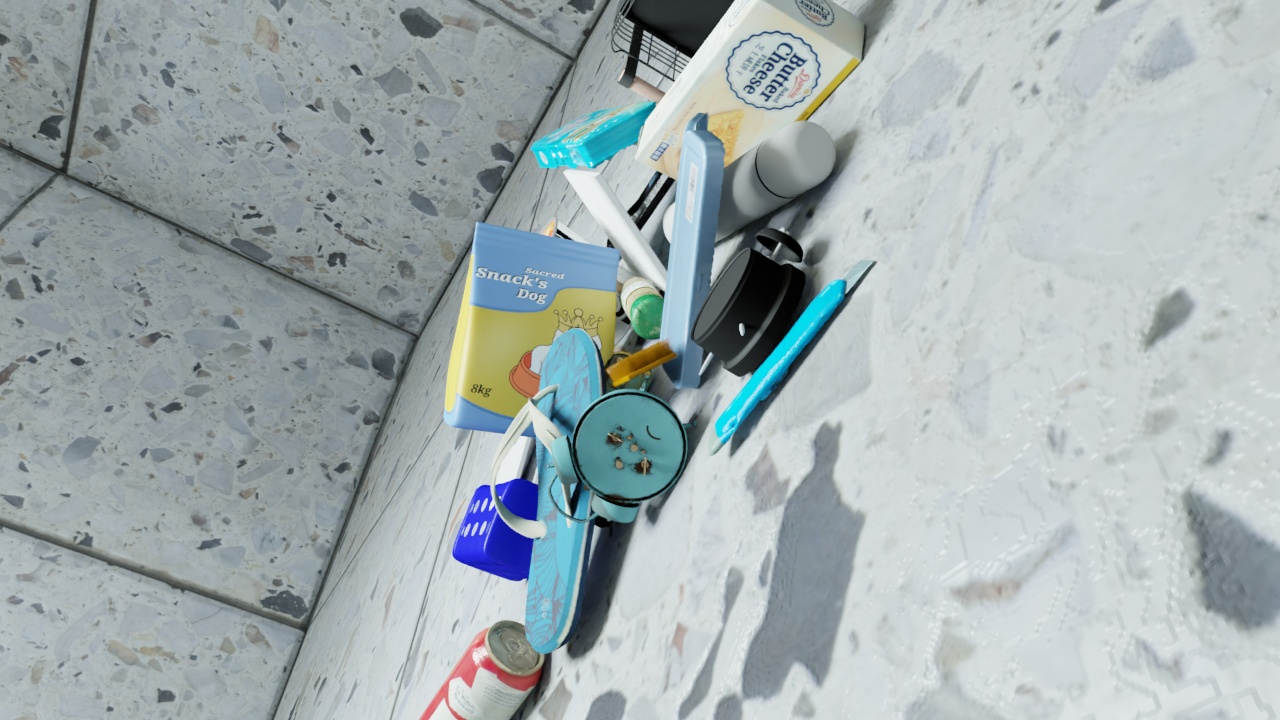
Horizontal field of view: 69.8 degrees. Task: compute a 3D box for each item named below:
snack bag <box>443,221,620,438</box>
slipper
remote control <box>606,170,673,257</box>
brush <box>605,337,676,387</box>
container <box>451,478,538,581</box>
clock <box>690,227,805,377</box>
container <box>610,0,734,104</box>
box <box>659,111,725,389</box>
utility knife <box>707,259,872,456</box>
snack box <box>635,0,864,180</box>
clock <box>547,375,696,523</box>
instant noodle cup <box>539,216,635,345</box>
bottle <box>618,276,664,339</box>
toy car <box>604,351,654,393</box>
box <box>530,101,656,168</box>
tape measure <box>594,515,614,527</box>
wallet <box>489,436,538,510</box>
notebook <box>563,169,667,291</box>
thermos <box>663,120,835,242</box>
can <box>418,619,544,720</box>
[{"bbox_3d":[-0.107,-0.026,0.935,0.102,0.159,0.205,-176,95,-72],"label":"snack bag"},{"bbox_3d":[-0.080,0.096,0.784,0.118,0.060,0.294,-32,48,48],"label":"slipper"},{"bbox_3d":[-0.002,-0.191,1.161,0.151,0.022,0.047,-53,20,33],"label":"remote control"},{"bbox_3d":[-0.005,0.005,0.774,0.048,0.017,0.126,-26,-1,-12],"label":"brush"},{"bbox_3d":[-0.121,0.167,0.898,0.114,0.085,0.084,-25,43,62],"label":"container"},{"bbox_3d":[0.079,-0.046,0.666,0.091,0.042,0.120,-47,15,55],"label":"clock"},{"bbox_3d":[0.087,-0.374,0.921,0.242,0.162,0.130,-51,22,37],"label":"container"},{"bbox_3d":[0.037,-0.089,0.753,0.127,0.034,0.209,-97,11,-62],"label":"box"},{"bbox_3d":[0.097,-0.002,0.617,0.175,0.015,0.031,-54,22,25],"label":"utility knife"},{"bbox_3d":[0.092,-0.237,0.816,0.208,0.104,0.057,-43,29,49],"label":"snack box"},{"bbox_3d":[-0.019,0.075,0.718,0.124,0.090,0.053,-44,8,5],"label":"clock"},{"bbox_3d":[-0.070,-0.078,1.031,0.124,0.121,0.123,-54,20,29],"label":"instant noodle cup"},{"bbox_3d":[0.003,-0.055,0.918,0.043,0.043,0.111,-61,17,11],"label":"bottle"},{"bbox_3d":[-0.029,0.047,0.861,0.112,0.047,0.047,-59,17,21],"label":"toy car"},{"bbox_3d":[-0.015,-0.249,1.013,0.227,0.181,0.072,-149,51,-68],"label":"box"},{"bbox_3d":[-0.037,0.113,0.804,0.067,0.038,0.063,-65,18,-5],"label":"tape measure"},{"bbox_3d":[-0.150,0.132,1.117,0.116,0.037,0.118,-35,37,58],"label":"wallet"},{"bbox_3d":[-0.023,-0.138,0.967,0.009,0.142,0.210,-36,18,-3],"label":"notebook"},{"bbox_3d":[0.087,-0.143,0.781,0.225,0.052,0.052,-19,48,67],"label":"thermos"},{"bbox_3d":[-0.148,0.305,0.809,0.170,0.067,0.067,-56,19,24],"label":"can"}]
